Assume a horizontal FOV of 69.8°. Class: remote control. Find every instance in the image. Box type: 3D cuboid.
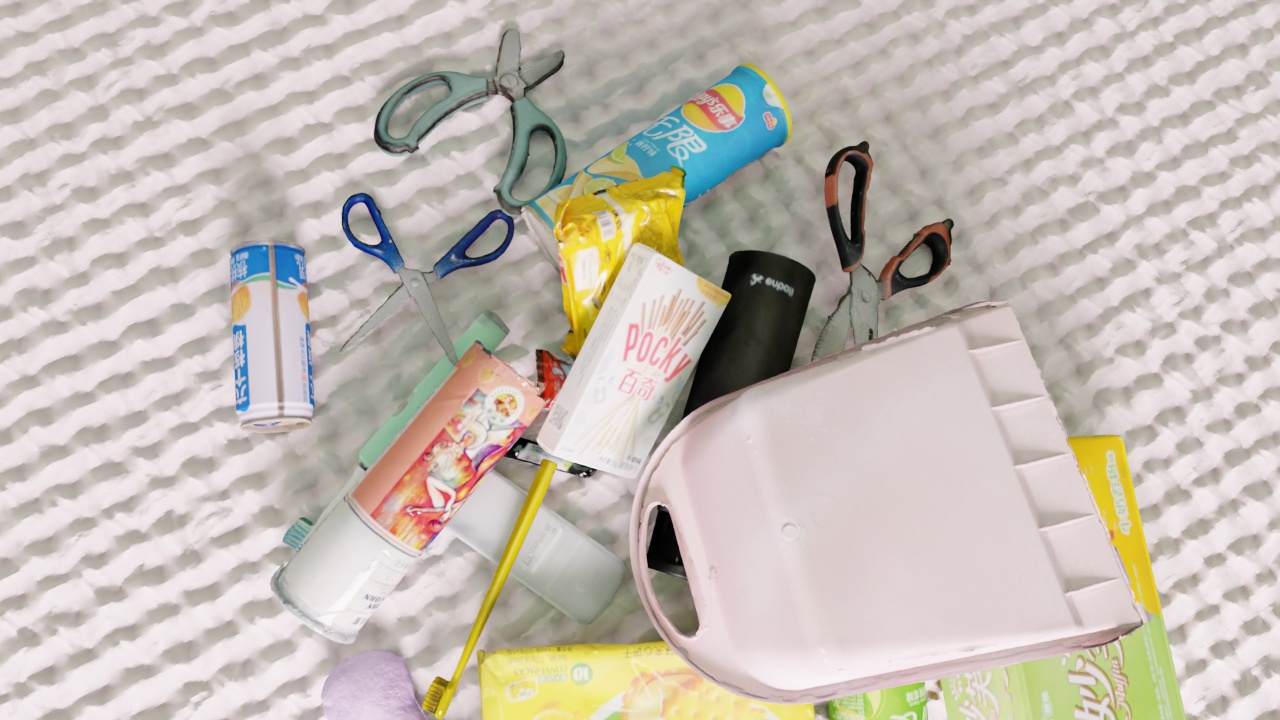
[{"bbox_3d":[-0.077,0.134,0.669,0.136,0.020,0.055,34,78,3],"label":"remote control"}]

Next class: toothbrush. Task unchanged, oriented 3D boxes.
[{"bbox_3d":[-0.104,0.156,0.643,0.016,0.016,0.190,23,79,8],"label":"toothbrush"},{"bbox_3d":[-0.177,0.052,0.677,0.027,0.026,0.224,44,78,-20],"label":"toothbrush"}]

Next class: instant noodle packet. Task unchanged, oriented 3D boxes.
[{"bbox_3d":[-0.014,-0.069,0.661,0.110,0.129,0.044,-23,42,-23],"label":"instant noodle packet"}]

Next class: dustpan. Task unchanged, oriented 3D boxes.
[{"bbox_3d":[0.138,0.099,0.598,0.273,0.139,0.222,-8,71,-16],"label":"dustpan"}]

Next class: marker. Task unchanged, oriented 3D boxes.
[{"bbox_3d":[-0.092,0.065,0.686,0.124,0.015,0.018,16,82,-3],"label":"marker"}]

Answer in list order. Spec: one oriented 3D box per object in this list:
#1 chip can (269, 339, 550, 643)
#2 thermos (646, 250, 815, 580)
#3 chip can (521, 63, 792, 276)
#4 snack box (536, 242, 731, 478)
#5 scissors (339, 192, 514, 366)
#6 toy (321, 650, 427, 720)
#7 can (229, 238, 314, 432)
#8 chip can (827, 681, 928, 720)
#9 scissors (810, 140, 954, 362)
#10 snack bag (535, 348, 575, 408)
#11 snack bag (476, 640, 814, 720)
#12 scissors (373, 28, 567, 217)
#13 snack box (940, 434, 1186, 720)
[{"bbox_3d":[-0.156,0.087,0.636,0.071,0.071,0.214,39,84,4],"label":"chip can"},{"bbox_3d":[0.075,0.046,0.678,0.090,0.068,0.242,19,79,-10],"label":"thermos"},{"bbox_3d":[0.014,-0.144,0.707,0.210,0.071,0.071,-35,82,-10],"label":"chip can"},{"bbox_3d":[-0.004,0.004,0.653,0.084,0.027,0.157,23,97,-42],"label":"snack box"},{"bbox_3d":[-0.165,-0.068,0.697,0.162,0.012,0.173,-26,69,-17],"label":"scissors"},{"bbox_3d":[-0.173,0.249,0.629,0.083,0.039,0.108,-29,78,-27],"label":"toy"},{"bbox_3d":[-0.269,-0.017,0.670,0.053,0.053,0.134,-6,79,-5],"label":"can"},{"bbox_3d":[0.164,0.230,0.638,0.072,0.073,0.221,-1,78,-4],"label":"chip can"},{"bbox_3d":[0.175,-0.067,0.698,0.225,0.015,0.189,-29,91,-31],"label":"scissors"},{"bbox_3d":[-0.028,0.011,0.696,0.104,0.026,0.048,-2,87,-5],"label":"snack bag"},{"bbox_3d":[0.004,0.267,0.622,0.246,0.068,0.158,-2,78,-4],"label":"snack bag"},{"bbox_3d":[-0.135,-0.193,0.733,0.181,0.019,0.170,-1,74,-2],"label":"scissors"},{"bbox_3d":[0.279,0.160,0.636,0.157,0.070,0.210,-1,76,-28],"label":"snack box"}]
